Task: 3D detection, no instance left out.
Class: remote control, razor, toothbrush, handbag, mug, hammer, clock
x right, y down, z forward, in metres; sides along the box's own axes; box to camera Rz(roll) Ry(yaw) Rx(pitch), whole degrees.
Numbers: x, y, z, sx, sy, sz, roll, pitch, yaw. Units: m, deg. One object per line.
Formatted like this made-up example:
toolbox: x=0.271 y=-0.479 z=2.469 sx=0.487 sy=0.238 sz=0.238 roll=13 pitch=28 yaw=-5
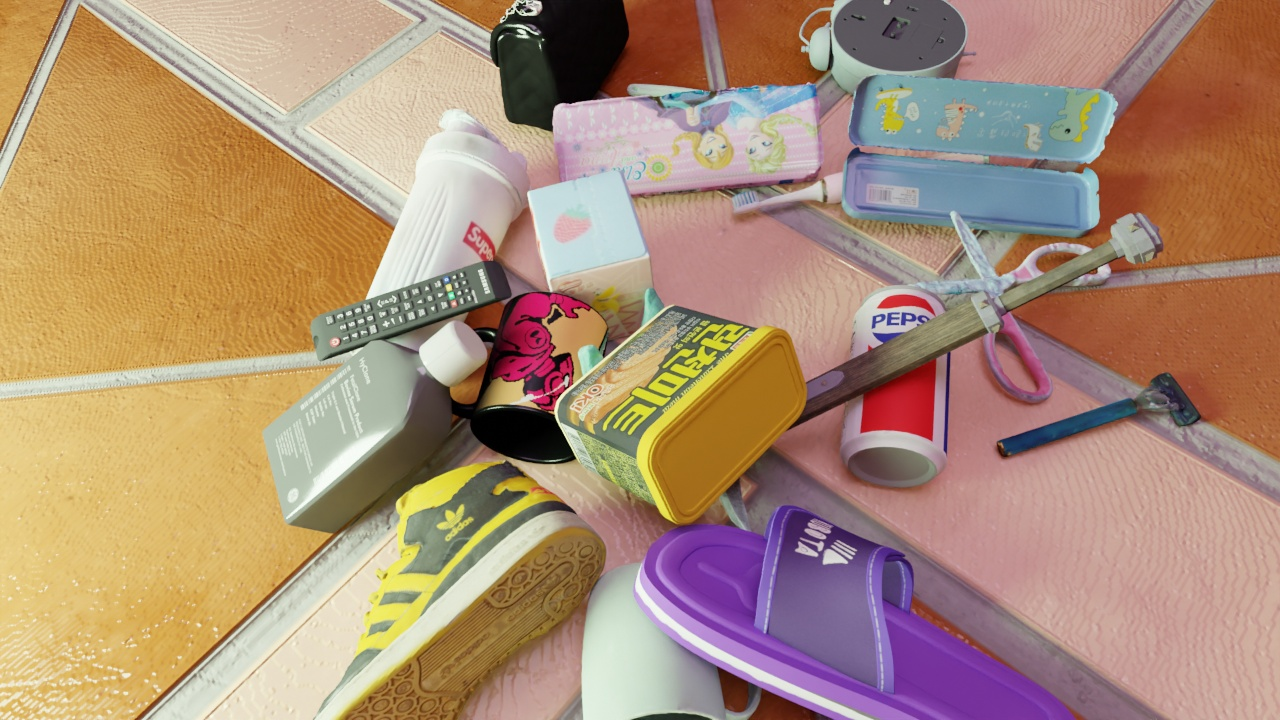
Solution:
remote control: x=-0.167 y=-0.036 z=0.663 sx=0.146 sy=0.015 sz=0.033 roll=-19 pitch=68 yaw=-5
razor: x=0.322 y=0.042 z=0.650 sx=0.144 sy=0.022 sz=0.042 roll=-16 pitch=56 yaw=-4
toothbrush: x=0.063 y=-0.249 z=0.866 sx=0.155 sy=0.015 sz=0.022 roll=8 pitch=92 yaw=10
toothbrush: x=0.187 y=-0.151 z=0.783 sx=0.222 sy=0.027 sz=0.026 roll=-11 pitch=82 yaw=-2
handbag: x=-0.089 y=-0.307 z=0.852 sx=0.115 sy=0.125 sz=0.153 roll=20 pitch=61 yaw=17
mug: x=-0.089 y=0.012 z=0.670 sx=0.118 sy=0.082 sz=0.098 roll=5 pitch=58 yaw=9
hammer: x=0.175 y=-0.003 z=0.593 sx=0.317 sy=0.028 sz=0.146 roll=-29 pitch=48 yaw=21
clock: x=0.229 y=-0.299 z=0.867 sx=0.159 sy=0.045 sz=0.122 roll=24 pitch=62 yaw=20
mug: x=0.019 y=0.183 z=0.555 sx=0.111 sy=0.084 sz=0.103 roll=9 pitch=42 yaw=-16

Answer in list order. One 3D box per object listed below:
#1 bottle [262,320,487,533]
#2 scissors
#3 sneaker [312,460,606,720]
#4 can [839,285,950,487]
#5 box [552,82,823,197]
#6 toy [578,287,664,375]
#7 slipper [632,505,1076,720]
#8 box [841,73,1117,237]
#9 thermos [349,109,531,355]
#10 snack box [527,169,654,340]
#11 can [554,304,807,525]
bottle: x=-0.181 y=0.037 z=0.640 sx=0.174 sy=0.046 sz=0.083 roll=-38 pitch=57 yaw=14
scissors: x=0.291 y=-0.050 z=0.707 sx=0.176 sy=0.013 sz=0.170 roll=-14 pitch=64 yaw=-11
sneaker: x=-0.140 y=0.160 z=0.577 sx=0.238 sy=0.086 sz=0.122 roll=-42 pitch=43 yaw=-5
can: x=0.182 y=0.017 z=0.648 sx=0.070 sy=0.070 sz=0.131 roll=8 pitch=58 yaw=10
box: x=0.041 y=-0.188 z=0.817 sx=0.230 sy=0.071 sz=0.084 roll=-5 pitch=88 yaw=1
toy: x=-0.004 y=0.004 z=0.669 sx=0.033 sy=0.085 sz=0.105 roll=0 pitch=33 yaw=35
slipper: x=0.135 y=0.146 z=0.522 sx=0.266 sy=0.084 sz=0.107 roll=27 pitch=28 yaw=9
box: x=0.274 y=-0.168 z=0.752 sx=0.209 sy=0.043 sz=0.125 roll=5 pitch=97 yaw=2
thermos: x=-0.159 y=-0.091 z=0.745 sx=0.099 sy=0.099 sz=0.220 roll=11 pitch=64 yaw=12
snack box: x=-0.037 y=-0.077 z=0.716 sx=0.079 sy=0.095 sz=0.093 roll=-14 pitch=57 yaw=-4
can: x=0.025 y=0.028 z=0.596 sx=0.130 sy=0.072 sz=0.101 roll=-41 pitch=36 yaw=-24
